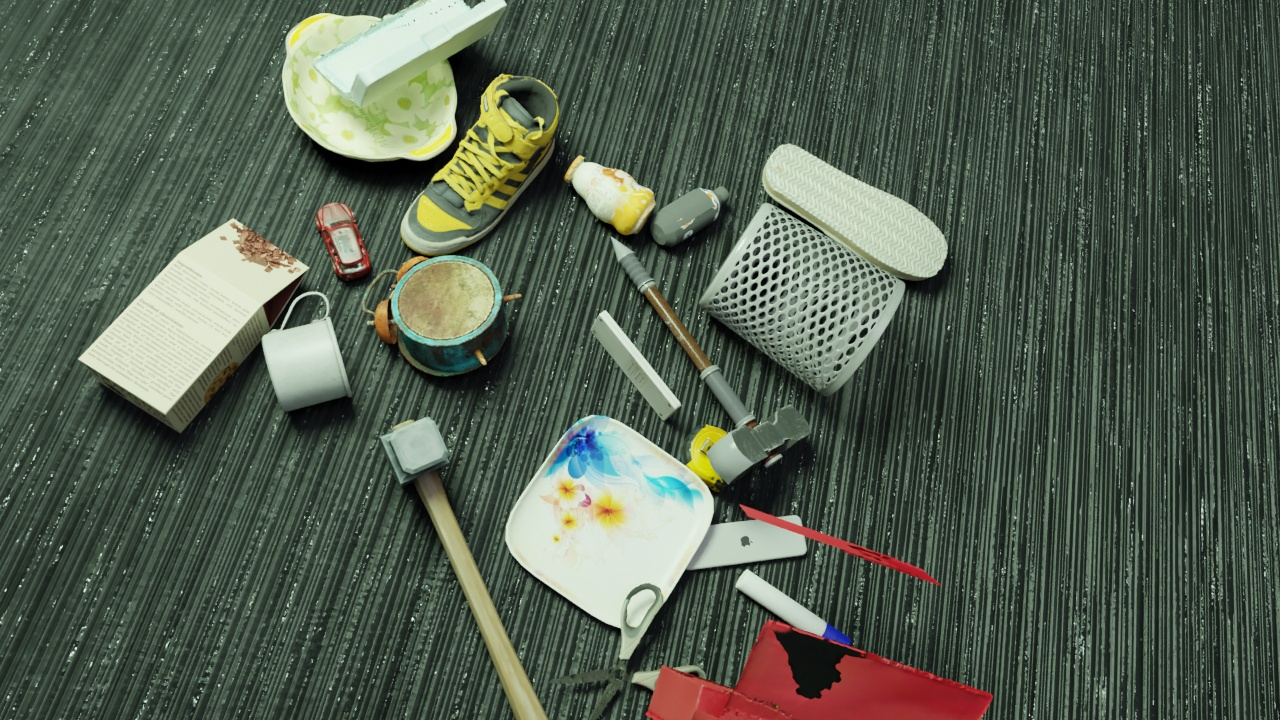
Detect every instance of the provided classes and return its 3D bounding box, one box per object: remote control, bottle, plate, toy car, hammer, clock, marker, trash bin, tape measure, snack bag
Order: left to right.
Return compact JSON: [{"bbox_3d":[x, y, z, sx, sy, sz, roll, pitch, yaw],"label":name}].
[{"bbox_3d":[-0.437,-0.044,0.920,0.094,0.070,0.205,33,66,-2],"label":"snack bag"},{"bbox_3d":[-0.325,-0.131,1.003,0.042,0.036,0.091,-19,71,-19],"label":"toy car"},{"bbox_3d":[-0.219,-0.051,0.982,0.158,0.073,0.121,18,61,9],"label":"clock"},{"bbox_3d":[-0.168,0.209,0.895,0.051,0.117,0.323,-23,87,-22],"label":"hammer"},{"bbox_3d":[-0.037,-0.197,1.087,0.109,0.063,0.063,33,66,-2],"label":"bottle"},{"bbox_3d":[-0.031,0.170,0.976,0.187,0.016,0.186,35,71,-1],"label":"plate"},{"bbox_3d":[-0.006,0.006,1.029,0.011,0.050,0.136,-36,83,-23],"label":"remote control"},{"bbox_3d":[0.057,-0.016,1.041,0.155,0.043,0.322,-17,67,-49],"label":"hammer"},{"bbox_3d":[0.062,-0.179,1.116,0.112,0.047,0.047,-34,82,-23],"label":"bottle"},{"bbox_3d":[0.077,0.106,1.023,0.064,0.037,0.065,34,66,-2],"label":"tape measure"},{"bbox_3d":[0.113,0.201,1.014,0.146,0.008,0.045,-4,72,-16],"label":"remote control"},{"bbox_3d":[0.164,0.273,0.993,0.133,0.027,0.023,34,66,1],"label":"marker"},{"bbox_3d":[0.179,-0.074,1.053,0.183,0.157,0.156,33,66,1],"label":"trash bin"}]

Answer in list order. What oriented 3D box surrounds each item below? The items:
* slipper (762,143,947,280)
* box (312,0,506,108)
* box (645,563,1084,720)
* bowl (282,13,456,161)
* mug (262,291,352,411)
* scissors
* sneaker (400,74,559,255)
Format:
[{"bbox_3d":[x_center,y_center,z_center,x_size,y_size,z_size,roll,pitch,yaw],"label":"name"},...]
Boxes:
[{"bbox_3d":[0.269,-0.185,1.172,0.263,0.052,0.114,28,64,-8],"label":"slipper"},{"bbox_3d":[-0.254,-0.358,1.018,0.122,0.078,0.197,38,62,22],"label":"box"},{"bbox_3d":[0.160,0.312,0.784,0.211,0.379,0.123,21,55,-10],"label":"box"},{"bbox_3d":[-0.308,-0.298,1.053,0.219,0.060,0.188,42,66,3],"label":"bowl"},{"bbox_3d":[-0.338,-0.009,0.923,0.070,0.084,0.113,-16,91,-17],"label":"mug"},{"bbox_3d":[-0.005,0.311,0.932,0.157,0.013,0.170,25,78,-12],"label":"scissors"},{"bbox_3d":[-0.173,-0.223,1.028,0.086,0.122,0.238,37,65,1],"label":"sneaker"}]
